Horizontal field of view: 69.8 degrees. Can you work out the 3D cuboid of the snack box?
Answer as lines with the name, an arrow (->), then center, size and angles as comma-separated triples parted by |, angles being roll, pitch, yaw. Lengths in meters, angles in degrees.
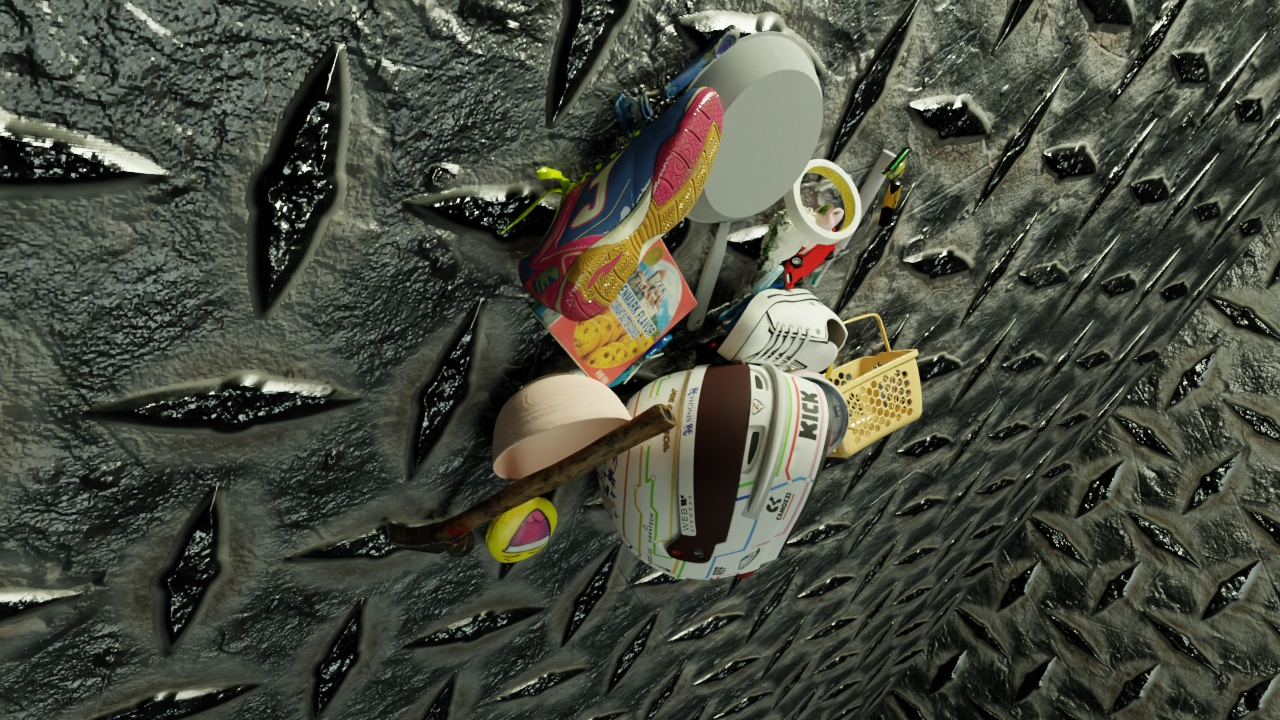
snack box -> -0.023, -0.056, 0.946 | 0.145, 0.040, 0.142 | -42, 146, -4

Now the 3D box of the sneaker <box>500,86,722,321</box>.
sneaker -> -0.022, -0.152, 0.816 | 0.241, 0.091, 0.116 | -53, 150, -5

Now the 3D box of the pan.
pan -> 0.097, -0.162, 0.962 | 0.200, 0.051, 0.357 | -19, 136, -31

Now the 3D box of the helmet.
helmet -> 0.069, 0.124, 1.060 | 0.236, 0.230, 0.315 | 10, 145, 1

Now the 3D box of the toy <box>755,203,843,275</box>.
toy -> 0.182, -0.149, 1.055 | 0.108, 0.041, 0.096 | -19, 154, -23

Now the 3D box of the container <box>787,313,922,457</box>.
container -> 0.292, 0.032, 1.302 | 0.183, 0.129, 0.167 | -23, 99, -28

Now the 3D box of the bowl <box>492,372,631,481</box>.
bowl -> -0.087, 0.061, 0.955 | 0.153, 0.076, 0.153 | -16, 156, -8

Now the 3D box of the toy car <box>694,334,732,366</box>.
toy car -> 0.090, 0.009, 1.135 | 0.042, 0.036, 0.092 | -18, 138, -33

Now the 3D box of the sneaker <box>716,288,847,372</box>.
sneaker -> 0.183, -0.022, 1.103 | 0.091, 0.097, 0.244 | -57, 157, 21

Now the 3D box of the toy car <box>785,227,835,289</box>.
toy car -> 0.206, -0.127, 1.113 | 0.089, 0.025, 0.038 | -39, 146, -17

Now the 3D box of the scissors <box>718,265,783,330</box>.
scissors -> 0.136, -0.074, 1.087 | 0.125, 0.013, 0.131 | -31, 163, -36

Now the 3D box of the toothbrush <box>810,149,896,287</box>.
toothbrush -> 0.260, -0.171, 1.133 | 0.018, 0.019, 0.188 | -23, 144, -59

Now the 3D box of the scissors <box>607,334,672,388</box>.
scissors -> 0.004, -0.003, 1.004 | 0.118, 0.014, 0.129 | -41, -175, -22

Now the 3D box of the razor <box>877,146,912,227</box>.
razor -> 0.308, -0.205, 1.126 | 0.044, 0.021, 0.144 | -49, 161, -13

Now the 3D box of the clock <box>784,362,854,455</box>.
clock -> 0.189, 0.072, 1.187 | 0.158, 0.058, 0.117 | -16, 107, 11

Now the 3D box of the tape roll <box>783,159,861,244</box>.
tape roll -> 0.201, -0.175, 1.013 | 0.093, 0.094, 0.019 | -20, 177, -31

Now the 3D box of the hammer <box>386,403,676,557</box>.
hammer -> -0.110, 0.126, 0.945 | 0.331, 0.033, 0.120 | -30, 153, 22

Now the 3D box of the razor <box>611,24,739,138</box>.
razor -> 0.036, -0.254, 0.819 | 0.141, 0.018, 0.044 | -40, 145, -6

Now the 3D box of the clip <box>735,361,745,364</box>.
clip -> 0.128, 0.009, 1.190 | 0.045, 0.023, 0.060 | -47, 141, 6

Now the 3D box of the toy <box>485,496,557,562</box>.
toy -> -0.142, 0.201, 1.094 | 0.095, 0.041, 0.094 | -6, 125, -41
